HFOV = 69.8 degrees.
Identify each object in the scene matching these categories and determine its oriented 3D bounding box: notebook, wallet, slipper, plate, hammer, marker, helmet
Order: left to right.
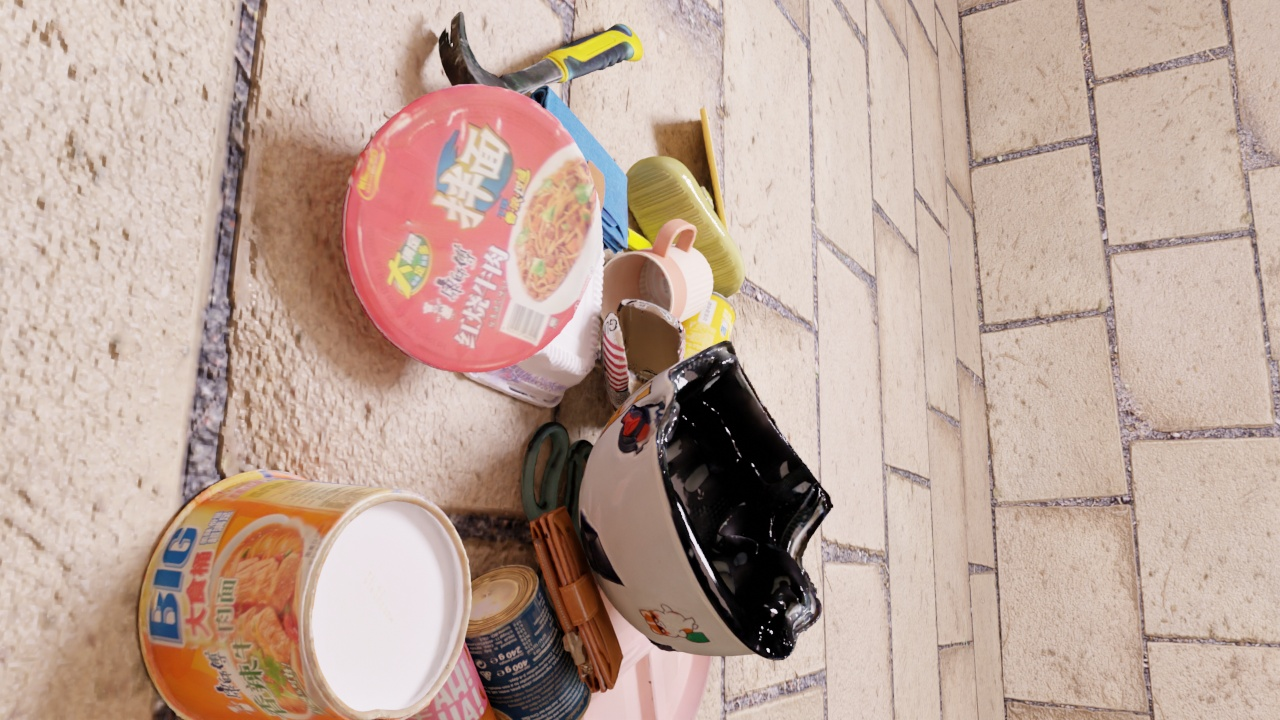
[{"bbox_3d":[-0.070,-0.263,0.810,0.126,0.032,0.322,48,32,-7],"label":"hammer"},{"bbox_3d":[-0.048,0.176,0.692,0.108,0.031,0.131,83,-15,-83],"label":"wallet"},{"bbox_3d":[-0.055,-0.171,0.831,0.133,0.040,0.106,41,38,-44],"label":"wallet"},{"bbox_3d":[-0.027,-0.129,0.907,0.124,0.015,0.018,23,61,-53],"label":"marker"},{"bbox_3d":[0.003,0.265,0.845,0.229,0.028,0.229,-2,92,-56],"label":"plate"},{"bbox_3d":[0.035,0.123,0.742,0.230,0.157,0.273,54,32,-20],"label":"helmet"},{"bbox_3d":[0.052,-0.146,0.972,0.190,0.092,0.081,56,36,-35],"label":"slipper"},{"bbox_3d":[0.093,-0.185,1.072,0.145,0.010,0.206,-61,140,-79],"label":"notebook"}]

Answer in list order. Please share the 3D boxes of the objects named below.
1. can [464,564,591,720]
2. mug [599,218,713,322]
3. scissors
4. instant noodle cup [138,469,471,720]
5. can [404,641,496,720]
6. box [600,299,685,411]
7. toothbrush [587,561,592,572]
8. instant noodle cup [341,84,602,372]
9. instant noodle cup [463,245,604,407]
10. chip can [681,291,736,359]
[{"bbox_3d":[-0.090,0.214,0.670,0.075,0.075,0.111,-51,127,-51],"label":"can"},{"bbox_3d":[0.021,-0.084,0.895,0.105,0.082,0.115,-26,141,-60],"label":"mug"},{"bbox_3d":[-0.080,0.129,0.760,0.130,0.019,0.184,57,38,-37],"label":"scissors"},{"bbox_3d":[-0.173,0.133,0.508,0.151,0.112,0.151,17,70,-57],"label":"instant noodle cup"},{"bbox_3d":[-0.127,0.247,0.618,0.057,0.058,0.147,-42,120,-54],"label":"can"},{"bbox_3d":[-0.009,0.007,0.816,0.087,0.076,0.163,-60,171,-16],"label":"box"},{"bbox_3d":[-0.035,0.148,0.834,0.016,0.018,0.191,38,53,-49],"label":"toothbrush"},{"bbox_3d":[-0.122,-0.090,0.639,0.193,0.066,0.194,-8,104,-36],"label":"instant noodle cup"},{"bbox_3d":[-0.081,-0.057,0.757,0.138,0.060,0.173,28,62,-55],"label":"instant noodle cup"},{"bbox_3d":[0.043,0.024,0.939,0.072,0.072,0.212,55,40,-39],"label":"chip can"}]
